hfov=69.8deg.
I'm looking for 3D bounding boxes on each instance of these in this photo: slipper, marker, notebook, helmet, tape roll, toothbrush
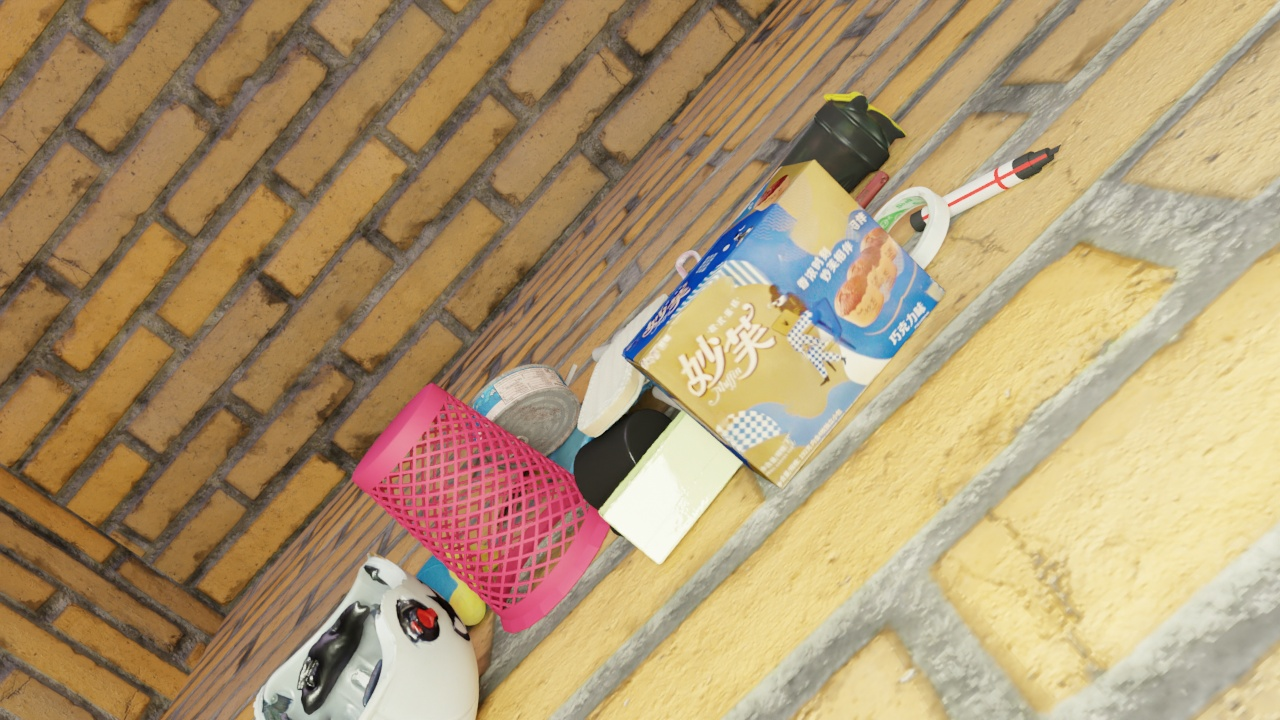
[{"bbox_3d":[-0.006,0.006,0.983,0.115,0.054,0.272,-37,12,25],"label":"slipper"},{"bbox_3d":[0.040,0.043,1.021,0.020,0.017,0.133,-14,9,-13],"label":"marker"},{"bbox_3d":[-0.144,0.116,1.255,0.210,0.008,0.141,-60,6,38],"label":"notebook"},{"bbox_3d":[-0.235,0.322,0.825,0.236,0.163,0.264,-53,21,1],"label":"helmet"},{"bbox_3d":[0.287,-0.144,0.769,0.146,0.019,0.019,-28,25,54],"label":"marker"},{"bbox_3d":[0.229,-0.107,0.803,0.094,0.018,0.093,-48,26,34],"label":"tape roll"},{"bbox_3d":[0.204,-0.127,0.977,0.189,0.016,0.016,-50,19,-5],"label":"toothbrush"}]

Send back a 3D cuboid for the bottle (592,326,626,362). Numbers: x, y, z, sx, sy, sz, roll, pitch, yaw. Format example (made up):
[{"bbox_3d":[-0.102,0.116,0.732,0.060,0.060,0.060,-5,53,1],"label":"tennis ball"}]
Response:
[{"bbox_3d":[0.004,-0.022,1.156,0.196,0.052,0.052,-14,36,50],"label":"bottle"}]

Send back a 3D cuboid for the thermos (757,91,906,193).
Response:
[{"bbox_3d":[0.193,-0.205,1.055,0.221,0.098,0.098,-48,14,20],"label":"thermos"}]

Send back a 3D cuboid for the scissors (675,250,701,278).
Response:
[{"bbox_3d":[0.061,-0.072,1.170,0.171,0.013,0.172,-52,31,22],"label":"scissors"}]

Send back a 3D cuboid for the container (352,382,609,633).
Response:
[{"bbox_3d":[-0.171,0.142,0.962,0.183,0.225,0.183,-45,15,15],"label":"container"}]

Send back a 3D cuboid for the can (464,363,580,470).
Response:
[{"bbox_3d":[-0.137,0.067,1.070,0.130,0.130,0.044,-46,56,11],"label":"can"}]

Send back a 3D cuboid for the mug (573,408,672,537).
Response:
[{"bbox_3d":[-0.008,0.114,0.887,0.088,0.078,0.113,-35,47,42],"label":"mug"}]

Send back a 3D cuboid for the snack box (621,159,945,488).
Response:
[{"bbox_3d":[0.111,-0.029,0.721,0.202,0.155,0.069,-49,14,-3],"label":"snack box"}]

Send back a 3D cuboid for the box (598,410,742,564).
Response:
[{"bbox_3d":[0.045,0.082,0.800,0.188,0.077,0.090,-49,14,-5],"label":"box"}]

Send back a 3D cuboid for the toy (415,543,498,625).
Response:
[{"bbox_3d":[-0.268,0.312,1.101,0.214,0.084,0.148,-43,14,11],"label":"toy"}]

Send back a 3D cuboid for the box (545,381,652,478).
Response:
[{"bbox_3d":[-0.061,0.069,1.164,0.176,0.047,0.232,-55,13,-10],"label":"box"}]

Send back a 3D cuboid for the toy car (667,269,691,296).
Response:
[{"bbox_3d":[0.061,-0.084,1.226,0.091,0.036,0.042,-39,37,25],"label":"toy car"}]
